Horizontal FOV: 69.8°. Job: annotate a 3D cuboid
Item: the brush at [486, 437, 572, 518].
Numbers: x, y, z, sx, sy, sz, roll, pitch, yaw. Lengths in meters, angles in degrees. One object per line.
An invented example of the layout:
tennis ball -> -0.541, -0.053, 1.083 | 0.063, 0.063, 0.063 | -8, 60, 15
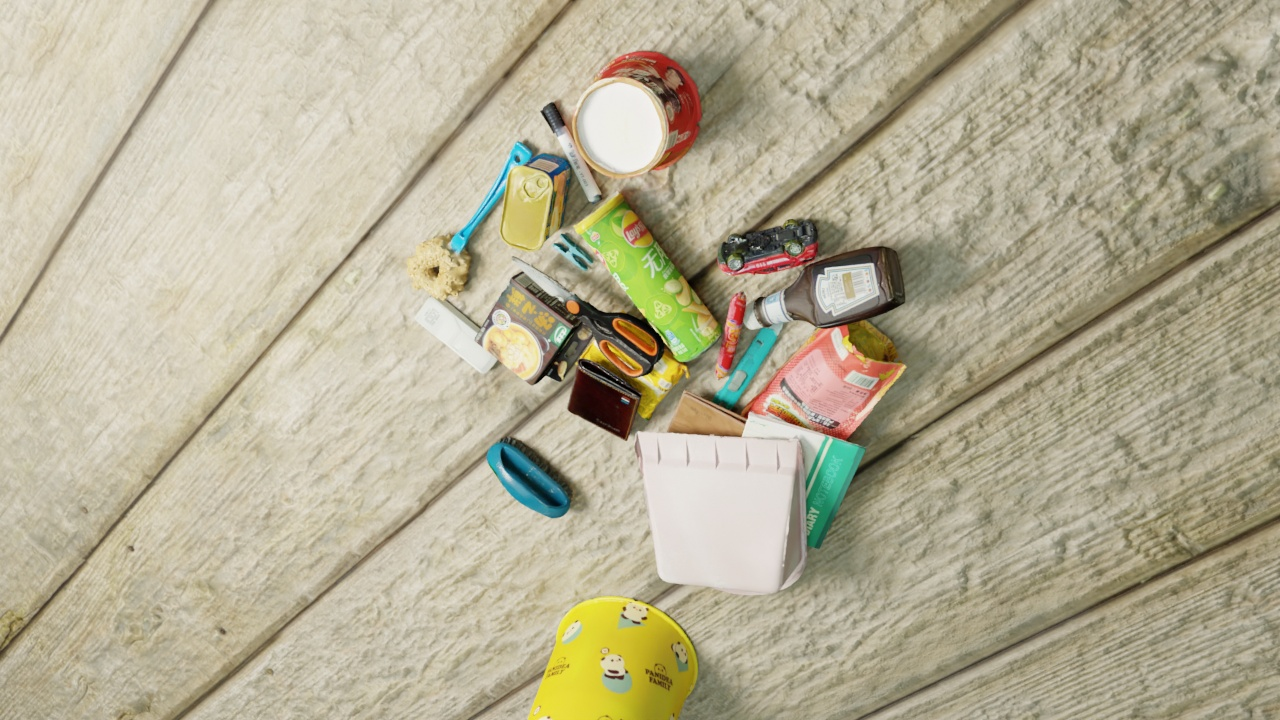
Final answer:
brush -> -0.160, 0.172, 1.299 | 0.144, 0.073, 0.055 | 43, 114, -5

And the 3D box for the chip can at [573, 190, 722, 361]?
chip can -> 0.013, -0.098, 1.123 | 0.073, 0.072, 0.221 | -33, 102, 27

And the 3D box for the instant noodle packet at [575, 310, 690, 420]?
instant noodle packet -> -0.007, 0.007, 1.194 | 0.128, 0.044, 0.111 | 39, 125, 0

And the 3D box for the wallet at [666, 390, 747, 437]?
wallet -> 0.094, 0.098, 1.208 | 0.115, 0.020, 0.101 | 26, 134, 7

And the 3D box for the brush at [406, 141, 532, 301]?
brush -> -0.216, -0.176, 1.177 | 0.083, 0.045, 0.255 | 41, 115, -1

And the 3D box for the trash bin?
trash bin -> -0.054, 0.511, 1.324 | 0.230, 0.254, 0.230 | 6, 115, 13

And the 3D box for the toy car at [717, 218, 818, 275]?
toy car -> 0.150, -0.128, 1.079 | 0.121, 0.052, 0.045 | -10, 132, 16

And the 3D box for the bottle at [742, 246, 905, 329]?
bottle -> 0.207, -0.074, 1.070 | 0.195, 0.044, 0.080 | -15, 79, 37

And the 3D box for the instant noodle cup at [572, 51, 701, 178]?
instant noodle cup -> -0.008, -0.270, 1.027 | 0.138, 0.108, 0.138 | 6, 115, 13

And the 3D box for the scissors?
scissors -> -0.063, -0.073, 1.138 | 0.125, 0.021, 0.235 | -32, 102, 42

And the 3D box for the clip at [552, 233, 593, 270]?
clip -> -0.086, -0.136, 1.167 | 0.057, 0.014, 0.046 | 38, 117, -2

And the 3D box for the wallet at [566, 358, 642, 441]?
wallet -> -0.049, 0.054, 1.210 | 0.096, 0.020, 0.123 | 31, 148, 9

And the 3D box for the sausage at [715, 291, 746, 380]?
sausage -> 0.111, -0.027, 1.133 | 0.020, 0.020, 0.156 | 17, 137, 8

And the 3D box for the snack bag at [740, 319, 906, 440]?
snack bag -> 0.223, 0.042, 1.136 | 0.128, 0.073, 0.208 | 37, 127, 5

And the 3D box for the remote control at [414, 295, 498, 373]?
remote control -> -0.248, -0.035, 1.256 | 0.125, 0.024, 0.049 | 40, 118, -4

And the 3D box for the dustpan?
dustpan -> 0.116, 0.209, 1.241 | 0.223, 0.138, 0.273 | 4, 100, 20

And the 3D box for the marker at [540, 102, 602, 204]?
marker -> -0.083, -0.249, 1.111 | 0.023, 0.018, 0.131 | -22, 106, 19

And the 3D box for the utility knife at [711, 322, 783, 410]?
utility knife -> 0.134, 0.010, 1.171 | 0.029, 0.013, 0.172 | 29, 119, -1

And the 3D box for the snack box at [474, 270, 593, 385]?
snack box -> -0.138, -0.037, 1.212 | 0.125, 0.053, 0.113 | 38, 119, 3

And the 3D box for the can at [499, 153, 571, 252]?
can -> -0.125, -0.193, 1.112 | 0.057, 0.083, 0.102 | 17, 118, 8

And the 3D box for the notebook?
notebook -> 0.190, 0.160, 1.194 | 0.150, 0.012, 0.210 | 17, 134, 7
